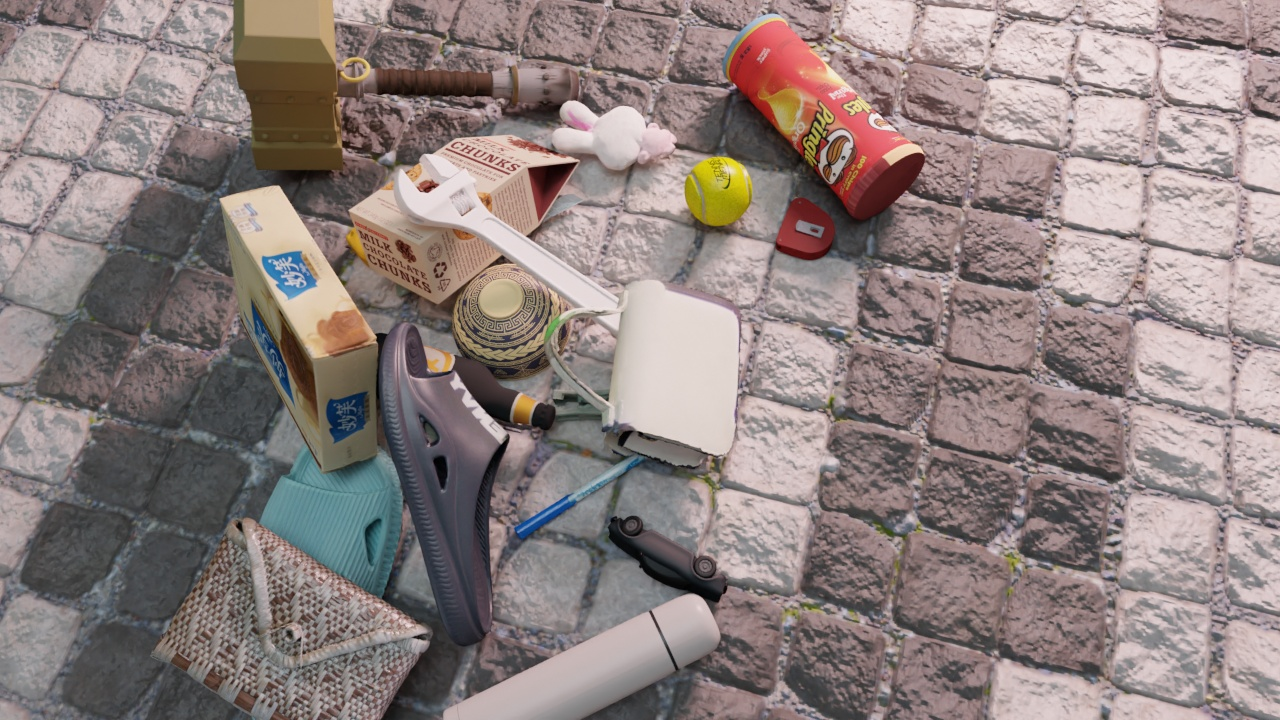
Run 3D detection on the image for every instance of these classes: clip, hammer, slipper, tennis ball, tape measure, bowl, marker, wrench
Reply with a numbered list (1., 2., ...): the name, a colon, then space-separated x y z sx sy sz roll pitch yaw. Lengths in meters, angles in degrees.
1. clip: -0.043 0.040 0.836 0.076 0.023 0.043 -1 69 6
2. hammer: -0.223 -0.279 0.924 0.324 0.191 0.100 -3 66 -17
3. slipper: -0.269 0.184 0.767 0.116 0.069 0.275 3 68 2
4. tennis ball: 0.075 -0.164 0.889 0.065 0.065 0.065 -1 67 3
5. slipper: -0.145 0.093 0.745 0.083 0.110 0.268 -15 88 0
6. tape measure: -0.256 -0.119 0.913 0.068 0.030 0.059 -38 68 -11
7. bowl: -0.124 -0.044 0.855 0.112 0.061 0.112 -1 67 3
8. marker: -0.048 0.115 0.810 0.141 0.013 0.013 -32 69 -10
9. wrench: -0.096 -0.090 0.819 0.273 0.018 0.066 34 63 -19
10. tape measure: 0.164 -0.128 0.893 0.051 0.019 0.058 19 70 12

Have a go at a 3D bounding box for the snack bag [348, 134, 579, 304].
1. snack bag: -0.160 -0.154 0.879 0.094 0.070 0.205 26 54 29

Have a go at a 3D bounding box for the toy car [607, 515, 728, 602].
1. toy car: 0.021 0.167 0.765 0.112 0.046 0.034 27 67 12

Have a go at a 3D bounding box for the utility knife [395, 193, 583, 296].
1. utility knife: -0.151 -0.119 0.913 0.207 0.015 0.031 -27 68 -4

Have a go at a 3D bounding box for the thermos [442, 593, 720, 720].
1. thermos: -0.043 0.253 0.729 0.224 0.052 0.052 -25 68 -6

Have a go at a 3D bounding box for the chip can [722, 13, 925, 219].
1. chip can: 0.176 -0.242 0.905 0.087 0.087 0.213 -33 68 -10

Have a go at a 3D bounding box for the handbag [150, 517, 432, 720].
1. handbag: -0.269 0.217 0.708 0.186 0.047 0.124 30 85 4

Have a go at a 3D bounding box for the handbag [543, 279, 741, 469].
1. handbag: -0.005 0.005 0.795 0.176 0.074 0.151 16 65 -23

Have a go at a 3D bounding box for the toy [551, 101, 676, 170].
1. toy: -0.025 -0.228 0.938 0.125 0.037 0.075 10 60 1

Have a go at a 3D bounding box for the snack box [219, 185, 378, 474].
1. snack box: -0.293 -0.027 0.792 0.055 0.154 0.207 -21 56 -31

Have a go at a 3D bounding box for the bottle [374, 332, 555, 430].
1. bottle: -0.164 0.027 0.829 0.182 0.059 0.059 16 69 10
